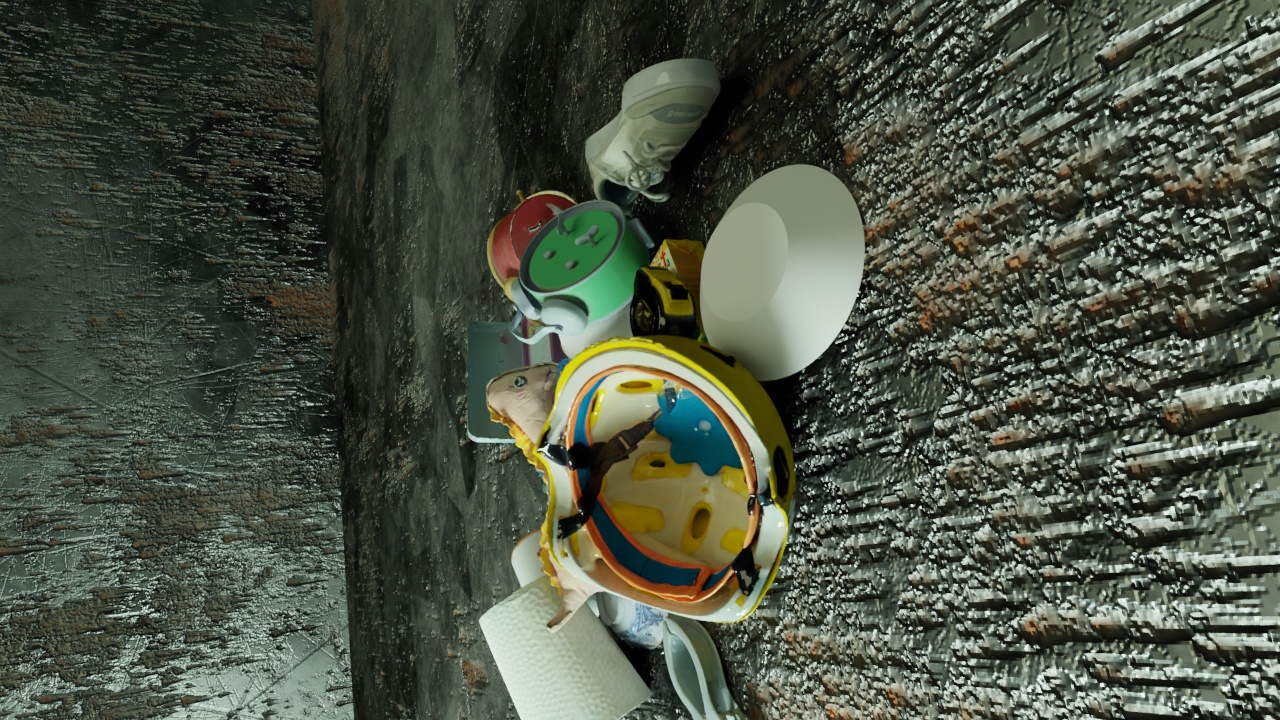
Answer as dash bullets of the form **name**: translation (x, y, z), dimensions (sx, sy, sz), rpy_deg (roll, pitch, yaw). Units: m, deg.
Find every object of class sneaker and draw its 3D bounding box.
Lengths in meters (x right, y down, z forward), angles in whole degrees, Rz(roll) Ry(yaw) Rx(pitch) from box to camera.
- **sneaker**: translation (0.012, -0.202, 0.871), dimensions (0.243, 0.089, 0.090), rpy_deg (158, 104, -68)

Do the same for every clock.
- **clock**: translation (-0.107, -0.117, 1.061), dimensions (0.081, 0.117, 0.158), rpy_deg (-25, 66, 57)
- **clock**: translation (-0.070, -0.084, 0.912), dimensions (0.161, 0.075, 0.122), rpy_deg (-50, 42, -11)

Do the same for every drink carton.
- **drink carton**: translation (0.045, -0.052, 0.852), dimensions (0.058, 0.041, 0.122), rpy_deg (-58, 41, 47)

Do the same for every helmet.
- **helmet**: translation (0.034, 0.076, 0.741), dimensions (0.209, 0.139, 0.240), rpy_deg (9, 112, 26)

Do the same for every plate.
- **plate**: translation (0.092, -0.073, 0.717), dimensions (0.174, 0.036, 0.173), rpy_deg (-17, 68, 49)

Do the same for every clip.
- **clip**: translation (0.059, 0.316, 0.856), dimensions (0.162, 0.027, 0.091), rpy_deg (56, 140, 47)

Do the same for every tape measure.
- **tape measure**: translation (0.018, -0.041, 0.814), dimensions (0.072, 0.042, 0.071), rpy_deg (40, 123, 52)

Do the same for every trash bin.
- **trash bin**: translation (-0.086, 0.317, 0.969), dimensions (0.161, 0.133, 0.134), rpy_deg (57, 143, 15)

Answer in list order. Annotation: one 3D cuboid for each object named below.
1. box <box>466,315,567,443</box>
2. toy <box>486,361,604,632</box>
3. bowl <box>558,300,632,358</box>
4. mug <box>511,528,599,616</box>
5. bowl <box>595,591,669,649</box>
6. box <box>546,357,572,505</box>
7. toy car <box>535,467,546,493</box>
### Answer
- **box**: translation (-0.148, 0.009, 1.129), dimensions (0.213, 0.140, 0.062), rpy_deg (-101, -15, -47)
- **toy**: translation (-0.098, 0.129, 0.971), dimensions (0.264, 0.196, 0.065), rpy_deg (45, 166, 18)
- **bowl**: translation (-0.049, -0.055, 0.962), dimensions (0.110, 0.040, 0.109), rpy_deg (-22, 43, 21)
- **mug**: translation (-0.101, 0.265, 1.101), dimensions (0.105, 0.082, 0.082), rpy_deg (57, 139, 44)
- **bowl**: translation (-0.016, 0.253, 0.976), dimensions (0.114, 0.045, 0.114), rpy_deg (4, 94, 63)
- **box**: translation (-0.047, 0.086, 0.908), dimensions (0.085, 0.090, 0.229), rpy_deg (110, 166, -49)
- **toy car**: translation (-0.087, 0.116, 1.127), dimensions (0.108, 0.027, 0.060), rpy_deg (-50, 46, 28)
